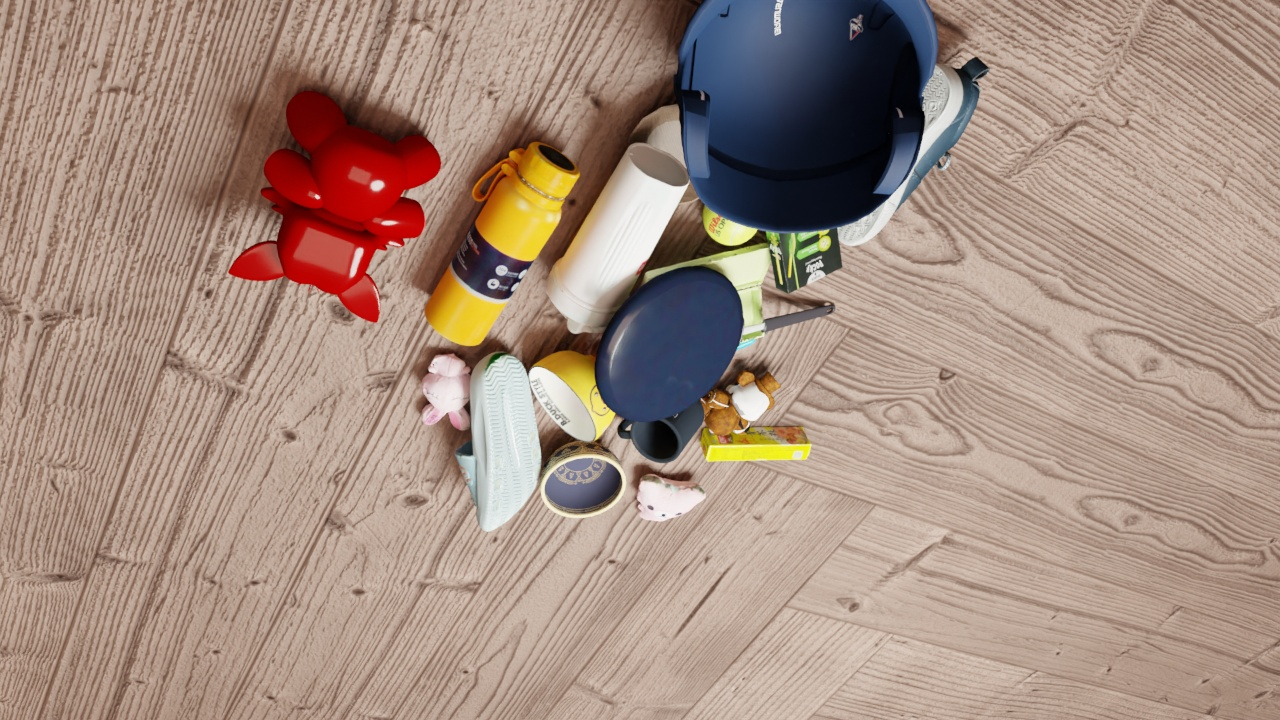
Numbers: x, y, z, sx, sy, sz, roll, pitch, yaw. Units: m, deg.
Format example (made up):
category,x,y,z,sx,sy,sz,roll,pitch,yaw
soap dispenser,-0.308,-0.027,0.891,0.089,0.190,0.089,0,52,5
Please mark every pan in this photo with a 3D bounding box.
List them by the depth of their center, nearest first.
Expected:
category,x,y,z,sx,sy,sz,roll,pitch,yaw
pan,0.103,-0.029,1.077,0.355,0.021,0.199,-14,128,-32

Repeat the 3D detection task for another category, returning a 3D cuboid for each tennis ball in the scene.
category,x,y,z,sx,sy,sz,roll,pitch,yaw
tennis ball,0.102,-0.162,1.030,0.065,0.065,0.065,-6,127,-8

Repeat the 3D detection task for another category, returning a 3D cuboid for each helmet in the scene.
category,x,y,z,sx,sy,sz,roll,pitch,yaw
helmet,0.149,-0.276,0.850,0.232,0.222,0.273,5,156,1

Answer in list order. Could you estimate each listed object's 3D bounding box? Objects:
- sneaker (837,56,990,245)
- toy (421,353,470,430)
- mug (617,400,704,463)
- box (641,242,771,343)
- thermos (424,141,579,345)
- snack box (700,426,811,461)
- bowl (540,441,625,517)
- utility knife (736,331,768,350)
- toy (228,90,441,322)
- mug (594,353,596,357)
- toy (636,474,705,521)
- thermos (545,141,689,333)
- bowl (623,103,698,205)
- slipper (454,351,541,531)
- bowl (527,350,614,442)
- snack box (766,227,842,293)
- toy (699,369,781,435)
category,x,y,z,sx,sy,sz,roll,pitch,yaw
sneaker,0.291,-0.228,1.014,0.087,0.089,0.236,-13,148,-38
toy,-0.236,0.043,1.123,0.063,0.047,0.110,0,132,-13
mug,0.020,0.082,1.182,0.105,0.077,0.071,-4,115,30
box,0.072,-0.067,1.069,0.187,0.047,0.141,-18,132,-28
thermos,-0.157,-0.128,0.993,0.091,0.076,0.233,25,118,-24
snack box,0.159,0.115,1.266,0.148,0.040,0.029,0,126,-12
bowl,-0.080,0.149,1.225,0.112,0.061,0.113,-6,127,-8
utility knife,0.108,-0.015,1.172,0.124,0.022,0.015,-24,128,2
toy,-0.302,-0.149,0.920,0.158,0.120,0.197,19,110,-27
mug,-0.007,0.007,1.132,0.113,0.077,0.096,-3,130,35
toy,0.032,0.199,1.295,0.099,0.052,0.096,14,134,-18
thermos,-0.029,-0.124,0.992,0.099,0.099,0.221,15,132,-22
bowl,0.037,-0.226,0.990,0.118,0.030,0.118,-6,128,-7
slipper,-0.183,0.099,1.149,0.103,0.074,0.246,-32,131,-46
bowl,-0.073,0.035,1.121,0.067,0.117,0.117,-41,133,-26
snack box,0.182,-0.159,1.046,0.080,0.025,0.148,-26,122,-18
toy,0.129,0.056,1.206,0.113,0.067,0.087,-40,125,6
